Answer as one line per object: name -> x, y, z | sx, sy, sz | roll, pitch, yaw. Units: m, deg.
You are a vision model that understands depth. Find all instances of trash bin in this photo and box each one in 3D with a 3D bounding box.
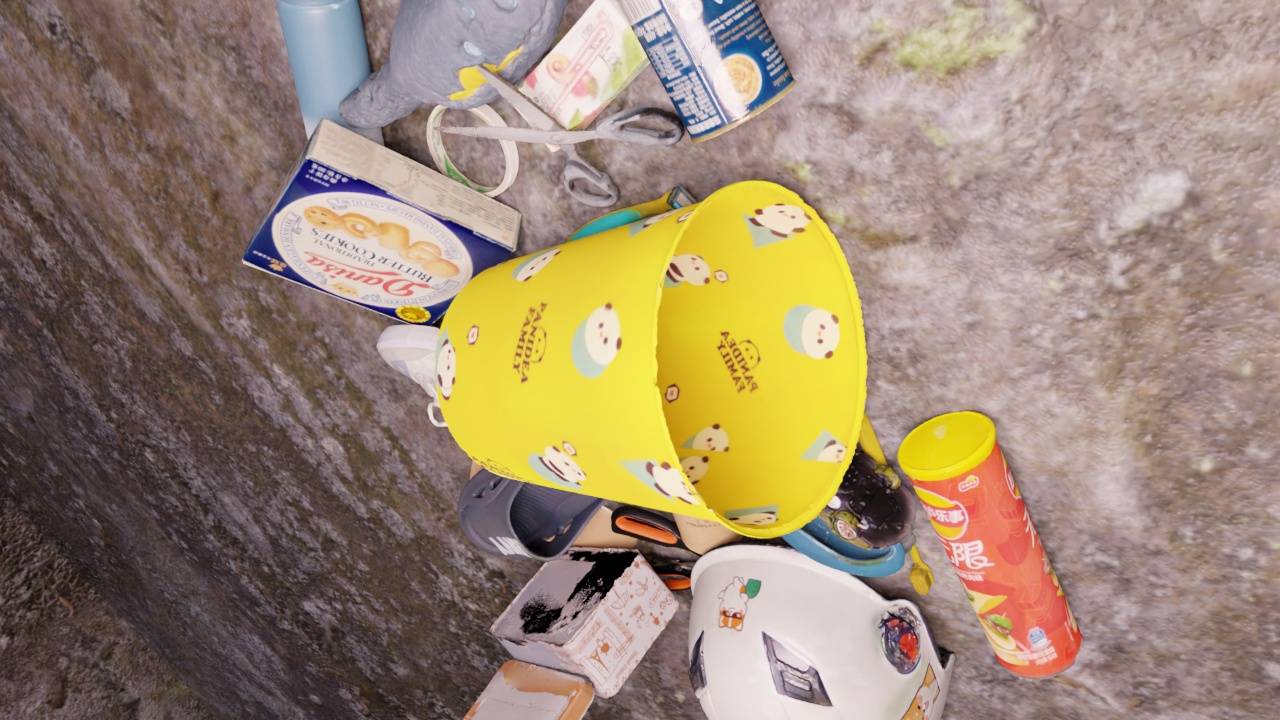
trash bin -> -0.004, 0.004, 0.676 | 0.256, 0.228, 0.230 | -3, 123, 43

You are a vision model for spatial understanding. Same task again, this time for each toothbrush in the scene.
toothbrush -> 0.210, 0.122, 0.763 | 0.016, 0.016, 0.190 | -6, 121, 40

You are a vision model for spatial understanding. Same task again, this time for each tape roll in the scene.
tape roll -> -0.140, -0.177, 0.764 | 0.086, 0.013, 0.086 | 19, 134, 21

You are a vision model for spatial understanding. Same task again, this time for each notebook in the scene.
notebook -> -0.106, 0.177, 1.038 | 0.211, 0.012, 0.150 | 30, 138, 11

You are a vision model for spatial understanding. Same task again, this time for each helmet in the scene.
helmet -> 0.147, 0.296, 0.820 | 0.231, 0.156, 0.274 | -13, 133, 40

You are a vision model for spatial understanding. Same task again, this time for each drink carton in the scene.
drink carton -> -0.037, -0.204, 0.644 | 0.053, 0.045, 0.123 | 49, 136, -9

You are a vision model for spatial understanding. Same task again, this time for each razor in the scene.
razor -> -0.010, -0.106, 0.720 | 0.133, 0.028, 0.043 | -13, 147, 39

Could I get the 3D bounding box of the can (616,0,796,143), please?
can -> 0.039, -0.203, 0.569 | 0.075, 0.075, 0.111 | -14, 115, 42

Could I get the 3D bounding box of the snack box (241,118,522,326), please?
snack box -> -0.226, -0.107, 0.799 | 0.177, 0.045, 0.183 | 22, 146, -29

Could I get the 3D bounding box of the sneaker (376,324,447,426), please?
sneaker -> -0.154, 0.032, 0.873 | 0.242, 0.090, 0.089 | 13, 163, 22

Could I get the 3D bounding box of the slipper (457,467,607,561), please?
slipper -> -0.105, 0.146, 0.926 | 0.110, 0.083, 0.269 | 36, 130, -19

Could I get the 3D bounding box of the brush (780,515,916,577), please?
brush -> 0.152, 0.130, 0.759 | 0.144, 0.073, 0.055 | 33, 142, 23

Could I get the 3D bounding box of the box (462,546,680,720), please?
box -> -0.096, 0.312, 0.929 | 0.082, 0.260, 0.177 | 51, 148, -16

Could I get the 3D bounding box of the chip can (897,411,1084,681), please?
chip can -> 0.269, 0.144, 0.700 | 0.073, 0.073, 0.216 | -10, 118, 40

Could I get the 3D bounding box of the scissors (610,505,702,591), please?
scissors -> 0.072, 0.204, 0.925 | 0.224, 0.021, 0.205 | 27, 140, 2

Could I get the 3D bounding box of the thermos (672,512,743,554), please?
thermos -> 0.057, 0.108, 0.813 | 0.093, 0.092, 0.143 | 15, 139, 25

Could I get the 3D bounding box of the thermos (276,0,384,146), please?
thermos -> -0.255, -0.236, 0.761 | 0.070, 0.070, 0.221 | 19, 133, 21

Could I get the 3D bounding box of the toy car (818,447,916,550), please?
toy car -> 0.145, 0.089, 0.728 | 0.158, 0.070, 0.042 | 41, 150, 19

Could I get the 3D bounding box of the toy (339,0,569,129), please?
toy -> -0.115, -0.253, 0.625 | 0.358, 0.091, 0.138 | -41, 78, 42

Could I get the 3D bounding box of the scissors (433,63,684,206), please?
scissors -> -0.053, -0.159, 0.651 | 0.160, 0.014, 0.181 | -14, 154, 17
